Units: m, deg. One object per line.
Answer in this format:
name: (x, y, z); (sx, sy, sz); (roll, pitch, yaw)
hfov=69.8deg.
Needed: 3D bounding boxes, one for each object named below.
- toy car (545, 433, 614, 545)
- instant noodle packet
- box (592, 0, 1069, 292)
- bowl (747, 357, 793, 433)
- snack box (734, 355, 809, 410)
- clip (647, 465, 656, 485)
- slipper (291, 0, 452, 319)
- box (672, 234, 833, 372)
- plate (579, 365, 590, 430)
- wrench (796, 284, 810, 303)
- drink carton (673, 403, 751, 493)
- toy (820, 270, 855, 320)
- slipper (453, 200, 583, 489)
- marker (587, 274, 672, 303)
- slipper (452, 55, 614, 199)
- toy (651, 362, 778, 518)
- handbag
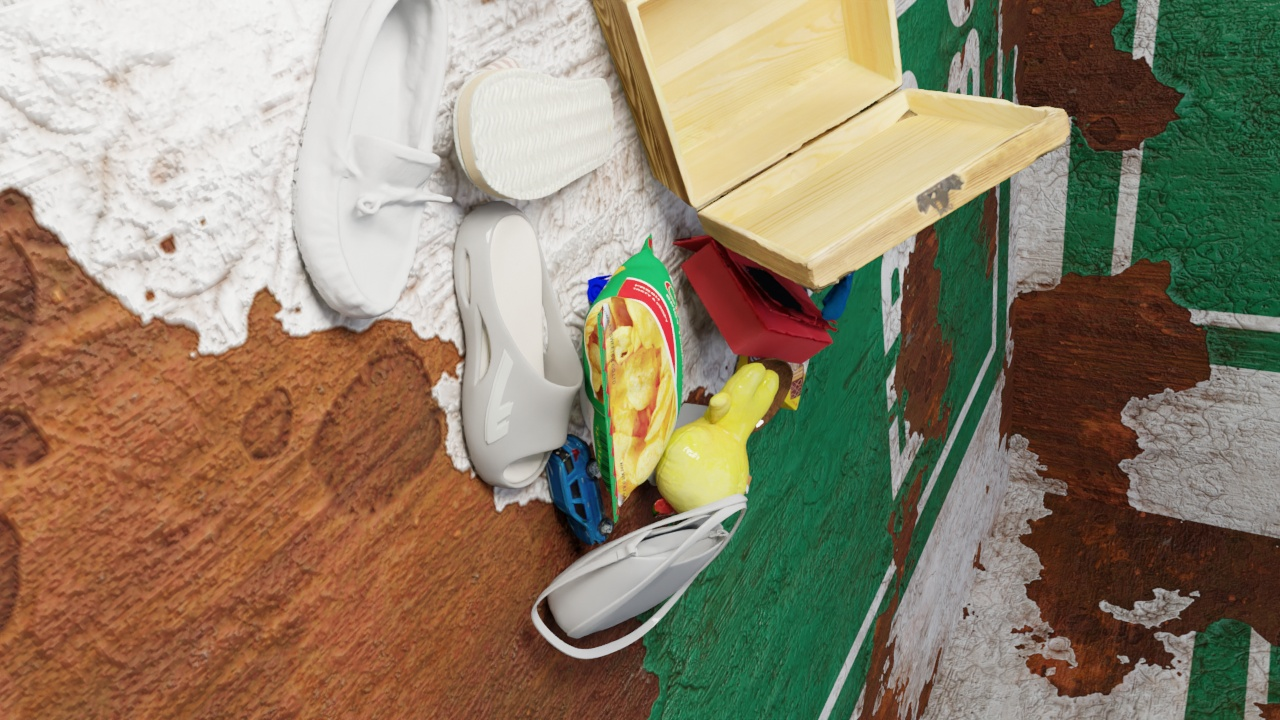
toy car: (-0.065, 0.132, 0.923); (0.043, 0.056, 0.120); (-26, 117, -28)
instant noodle packet: (-0.005, 0.005, 0.882); (0.252, 0.090, 0.196); (-65, 154, -65)
box: (0.175, -0.242, 0.856); (0.279, 0.334, 0.286); (-32, 135, -9)
bowl: (0.130, 0.038, 1.090); (0.101, 0.026, 0.114); (5, 120, -39)
snack box: (0.183, 0.014, 1.280); (0.105, 0.061, 0.083); (33, 70, -56)
clip: (-0.008, 0.106, 1.017); (0.102, 0.058, 0.052); (77, 22, -45)
slipper: (-0.180, -0.151, 0.647); (0.112, 0.075, 0.247); (5, 96, -43)
box: (0.113, -0.056, 1.125); (0.153, 0.164, 0.213); (-41, 157, 21)
plate: (-0.022, 0.020, 0.997); (0.134, 0.011, 0.135); (-22, 117, -54)
wrench: (0.231, -0.155, 1.250); (0.274, 0.022, 0.073); (99, -27, -62)
drink carton: (0.087, 0.117, 1.144); (0.048, 0.076, 0.125); (-54, 136, -36)
toy: (0.207, -0.129, 1.056); (0.176, 0.071, 0.112); (60, 21, -23)
slipper: (-0.097, -0.004, 0.803); (0.112, 0.081, 0.266); (-29, 122, -56)
marker: (-0.009, -0.080, 0.980); (0.132, 0.023, 0.027); (-15, 90, -56)
slipper: (-0.091, -0.202, 0.787); (0.262, 0.052, 0.115); (-38, 127, -62)
toy: (0.088, 0.097, 1.025); (0.133, 0.092, 0.207); (26, 89, -54)
handbag: (0.019, 0.205, 0.927); (0.215, 0.223, 0.095); (2, 53, -57)
